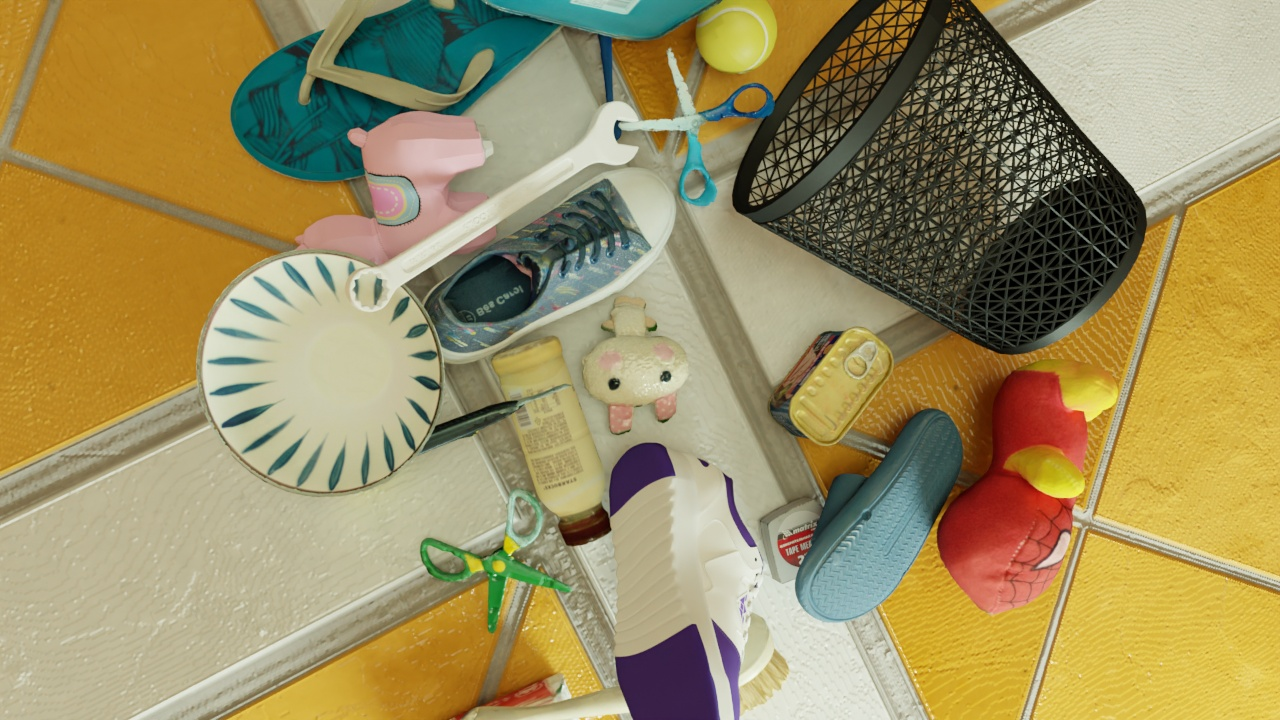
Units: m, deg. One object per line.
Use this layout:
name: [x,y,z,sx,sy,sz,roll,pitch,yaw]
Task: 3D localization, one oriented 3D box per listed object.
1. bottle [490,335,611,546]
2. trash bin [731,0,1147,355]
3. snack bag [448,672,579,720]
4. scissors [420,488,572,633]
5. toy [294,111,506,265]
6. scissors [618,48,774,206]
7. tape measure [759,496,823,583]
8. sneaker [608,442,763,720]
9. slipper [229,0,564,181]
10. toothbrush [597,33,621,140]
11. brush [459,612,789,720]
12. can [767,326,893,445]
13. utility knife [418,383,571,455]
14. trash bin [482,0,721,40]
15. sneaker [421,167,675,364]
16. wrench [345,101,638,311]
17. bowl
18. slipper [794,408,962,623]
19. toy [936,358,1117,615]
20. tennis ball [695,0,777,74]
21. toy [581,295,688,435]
bottle: [-0.066,0.064,0.722,0.056,0.056,0.162,-19,94,-10]
trash bin: [0.234,-0.136,0.705,0.243,0.217,0.217,33,85,-16]
snack bag: [-0.102,0.308,0.729,0.116,0.036,0.077,-21,93,-9]
scissors: [-0.111,0.157,0.727,0.125,0.011,0.131,20,102,-3]
toy: [-0.183,-0.116,0.684,0.157,0.067,0.123,-13,122,-9]
scissors: [0.050,-0.193,0.745,0.133,0.014,0.127,-23,108,1]
tape measure: [0.134,0.151,0.777,0.060,0.020,0.062,-17,95,-15]
sneaker: [0.047,0.186,0.704,0.111,0.092,0.244,12,62,-43]
slipper: [-0.172,-0.235,0.699,0.294,0.060,0.118,-35,100,-8]
toothbrush: [-0.031,-0.271,0.745,0.016,0.017,0.190,-4,90,-18]
brush: [-0.007,0.260,0.716,0.271,0.062,0.077,-7,79,-20]
can: [0.156,0.020,0.760,0.054,0.059,0.099,40,84,-9]
utility knife: [-0.142,0.053,0.689,0.203,0.028,0.020,-22,99,12]
trash bin: [-0.020,-0.365,0.647,0.196,0.199,0.218,5,92,-24]
sneaker: [-0.061,-0.076,0.697,0.235,0.079,0.087,-35,93,-19]
wrench: [-0.097,-0.115,0.668,0.272,0.009,0.047,-39,117,-28]
bowl: [-0.224,0.006,0.678,0.177,0.071,0.177,0,97,2]
slipper: [0.199,0.129,0.768,0.213,0.059,0.104,-46,120,-20]
toy: [0.317,0.104,0.761,0.099,0.147,0.216,22,87,29]
tennis ball: [0.077,-0.265,0.739,0.065,0.065,0.065,0,91,-10]
toy: [-0.004,0.004,0.739,0.087,0.050,0.112,-5,97,-11]
